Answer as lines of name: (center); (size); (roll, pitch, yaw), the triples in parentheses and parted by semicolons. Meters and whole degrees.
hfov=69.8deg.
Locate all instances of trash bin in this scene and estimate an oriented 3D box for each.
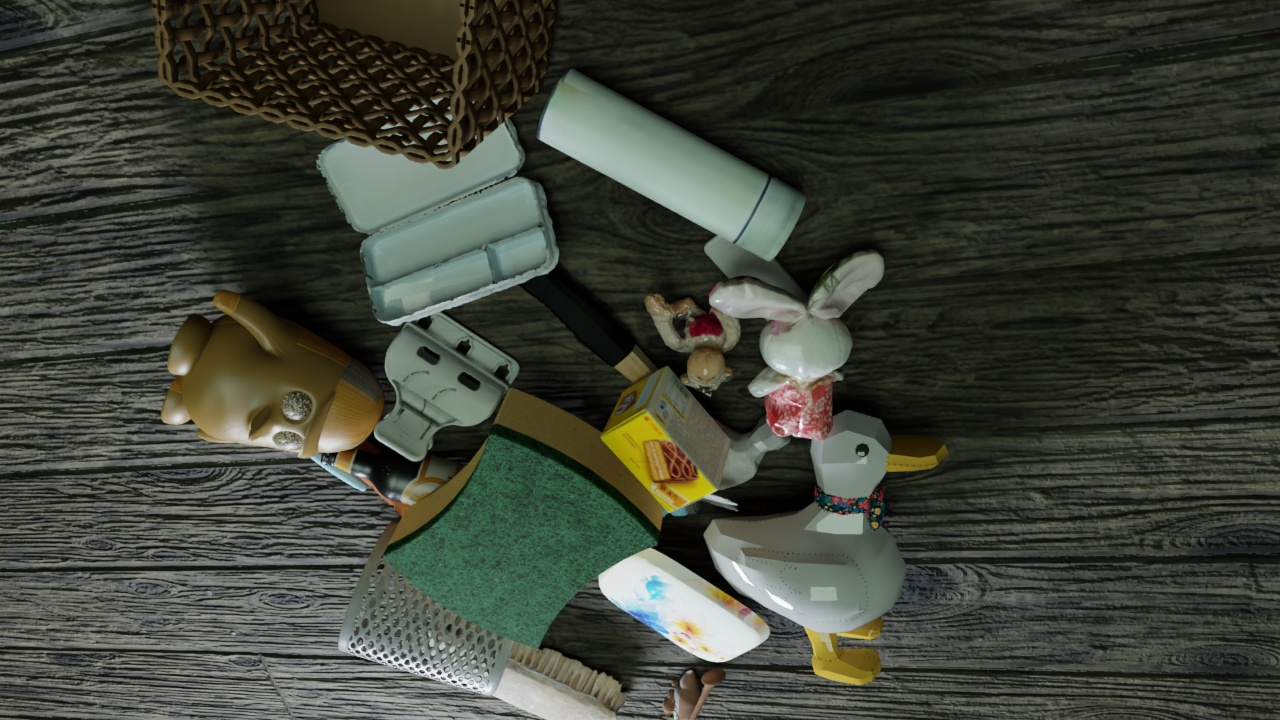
trash bin: (-0.232, 0.292, 1.072); (0.183, 0.156, 0.157); (21, 123, -2)

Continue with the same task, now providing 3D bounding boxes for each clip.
clip: (-0.212, 0.030, 0.947); (0.124, 0.074, 0.144); (35, 92, -5)

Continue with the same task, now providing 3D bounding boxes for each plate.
plate: (0.040, 0.277, 1.023); (0.187, 0.016, 0.187); (32, 148, 1)

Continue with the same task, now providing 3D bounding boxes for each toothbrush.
toothbrush: (-0.389, 0.109, 1.078); (0.155, 0.016, 0.022); (34, 155, -7)

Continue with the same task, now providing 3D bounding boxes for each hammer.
hammer: (-0.005, 0.005, 0.908); (0.328, 0.039, 0.131); (43, 122, -13)

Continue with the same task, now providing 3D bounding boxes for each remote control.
remote control: (0.121, -0.065, 0.849); (0.045, 0.008, 0.146); (-35, 108, 29)

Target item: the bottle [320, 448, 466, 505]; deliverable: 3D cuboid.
bottle: (-0.260, 0.127, 1.014); (0.181, 0.059, 0.059); (17, 124, -9)

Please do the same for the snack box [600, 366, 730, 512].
snack box: (0.027, 0.075, 0.870); (0.061, 0.083, 0.106); (-32, 107, 30)

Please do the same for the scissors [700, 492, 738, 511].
scissors: (0.008, 0.116, 0.947); (0.188, 0.015, 0.146); (-19, 114, 47)

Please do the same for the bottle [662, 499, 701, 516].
bottle: (0.009, 0.149, 0.990); (0.130, 0.040, 0.040); (-6, 119, 17)

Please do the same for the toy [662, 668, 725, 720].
toy: (0.062, 0.414, 1.138); (0.055, 0.041, 0.102); (39, 120, 35)

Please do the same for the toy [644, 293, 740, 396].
toy: (0.052, -0.016, 0.852); (0.085, 0.074, 0.106); (-4, 102, 12)

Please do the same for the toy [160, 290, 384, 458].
toy: (-0.372, 0.035, 0.954); (0.203, 0.162, 0.199); (19, 124, -11)

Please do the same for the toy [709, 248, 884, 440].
toy: (0.145, -0.006, 0.826); (0.159, 0.084, 0.194); (-14, 128, -9)

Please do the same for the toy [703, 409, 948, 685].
toy: (0.185, 0.177, 0.912); (0.247, 0.140, 0.268); (-6, 107, 19)

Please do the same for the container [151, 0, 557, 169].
container: (-0.182, -0.314, 0.649); (0.219, 0.213, 0.252); (16, 123, 4)

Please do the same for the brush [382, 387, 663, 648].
brush: (-0.119, 0.168, 0.938); (0.195, 0.075, 0.251); (35, 121, -14)

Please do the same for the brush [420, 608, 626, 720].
brush: (-0.149, 0.399, 1.172); (0.271, 0.056, 0.083); (24, 127, 0)

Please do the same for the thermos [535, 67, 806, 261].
thermos: (0.026, -0.164, 0.778); (0.230, 0.067, 0.068); (28, 123, -4)

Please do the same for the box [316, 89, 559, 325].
box: (-0.190, -0.142, 0.857); (0.210, 0.061, 0.192); (-19, 93, 22)

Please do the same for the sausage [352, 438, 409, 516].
sausage: (-0.298, 0.133, 1.056); (0.164, 0.039, 0.045); (45, 130, -15)
